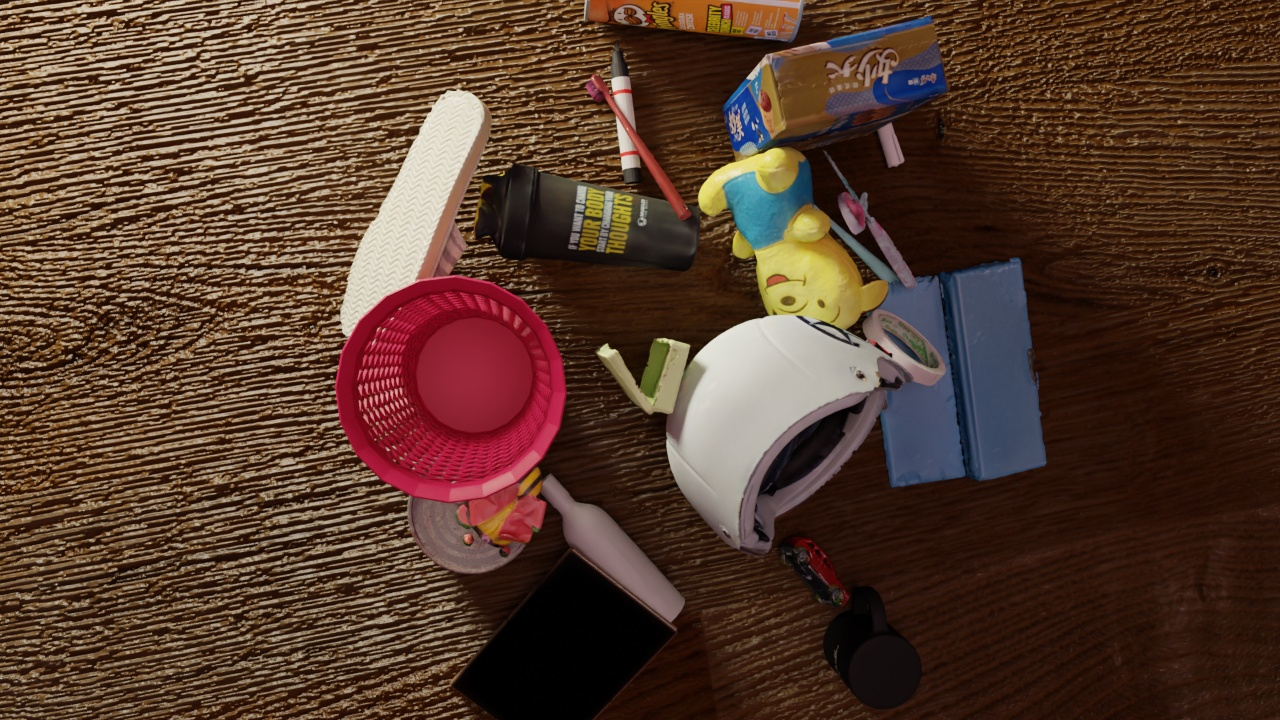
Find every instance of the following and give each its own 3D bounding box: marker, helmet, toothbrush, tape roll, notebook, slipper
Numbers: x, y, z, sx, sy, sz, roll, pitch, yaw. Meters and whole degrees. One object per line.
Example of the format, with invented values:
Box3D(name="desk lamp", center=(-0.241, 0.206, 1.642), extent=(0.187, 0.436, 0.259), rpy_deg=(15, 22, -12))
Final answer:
Box3D(name="marker", center=(0.256, -0.273, 0.984), extent=(0.017, 0.020, 0.133), rpy_deg=(-20, 94, -26))
Box3D(name="helmet", center=(0.126, 0.054, 0.893), extent=(0.163, 0.263, 0.237), rpy_deg=(43, 106, 23))
Box3D(name="toothbrush", center=(-0.004, -0.216, 0.930), extent=(0.017, 0.016, 0.189), rpy_deg=(-43, 69, 33))
Box3D(name="tape roll", center=(0.268, -0.014, 0.935), extent=(0.094, 0.093, 0.018), rpy_deg=(34, 119, -6))
Box3D(name="notebook", center=(-0.082, 0.310, 0.957), extent=(0.141, 0.008, 0.209), rpy_deg=(39, 104, -6))
Box3D(name="toothbrush", center=(0.227, -0.129, 0.990), extent=(0.180, 0.016, 0.016), rpy_deg=(42, 86, -7))
Box3D(name="marker", center=(-0.016, -0.259, 0.960), extent=(0.019, 0.019, 0.145), rpy_deg=(-7, 93, -5))
Box3D(name="slipper", center=(-0.216, -0.133, 0.904), extent=(0.054, 0.114, 0.273), rpy_deg=(15, 106, -48))

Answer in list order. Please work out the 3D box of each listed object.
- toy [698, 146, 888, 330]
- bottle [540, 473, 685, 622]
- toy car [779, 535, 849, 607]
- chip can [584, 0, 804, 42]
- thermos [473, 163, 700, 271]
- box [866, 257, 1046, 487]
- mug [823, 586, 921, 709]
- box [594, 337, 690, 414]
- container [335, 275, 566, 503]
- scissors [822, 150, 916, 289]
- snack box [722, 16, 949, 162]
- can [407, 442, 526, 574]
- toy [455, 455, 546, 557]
Box3D(name="toy", center=(0.154, -0.113, 0.920), extent=(0.083, 0.149, 0.214), rpy_deg=(-42, 108, -25))
Box3D(name="bottle", center=(-0.036, 0.197, 0.962), extent=(0.052, 0.052, 0.195), rpy_deg=(-42, 96, -2))
Box3D(name="toy car", center=(0.189, 0.229, 0.989), extent=(0.036, 0.042, 0.091), rpy_deg=(-37, 90, -22))
Box3D(name="chip can", center=(0.053, -0.373, 0.933), extent=(0.215, 0.075, 0.075), rpy_deg=(4, 92, -5))
Box3D(name="thermos", center=(-0.054, -0.140, 0.930), extent=(0.220, 0.098, 0.098), rpy_deg=(7, 92, -9))
Box3D(name="box", center=(0.343, 0.018, 0.990), extent=(0.177, 0.047, 0.231), rpy_deg=(-11, 97, -4))
Box3D(name="mug", center=(0.244, 0.298, 0.974), extent=(0.078, 0.088, 0.113), rpy_deg=(-4, 93, -5))
Box3D(name="box", center=(0.005, 0.014, 0.892), extent=(0.090, 0.188, 0.077), rpy_deg=(-6, 92, -6))
Box3D(name="container", center=(-0.163, 0.019, 0.855), extent=(0.183, 0.226, 0.183), rpy_deg=(0, 92, -5))
Box3D(name="scissors", center=(0.230, -0.137, 0.923), extent=(0.013, 0.170, 0.172), rpy_deg=(-33, 100, 23))
Box3D(name="snack box", center=(0.177, -0.252, 0.886), extent=(0.155, 0.203, 0.069), rpy_deg=(-14, 94, -5))
Box3D(name="can", center=(-0.172, 0.152, 0.951), extent=(0.130, 0.044, 0.130), rpy_deg=(0, 93, -5))
Box3D(name="toy", center=(-0.134, 0.144, 0.911), extent=(0.084, 0.046, 0.103), rpy_deg=(19, 86, 8))
